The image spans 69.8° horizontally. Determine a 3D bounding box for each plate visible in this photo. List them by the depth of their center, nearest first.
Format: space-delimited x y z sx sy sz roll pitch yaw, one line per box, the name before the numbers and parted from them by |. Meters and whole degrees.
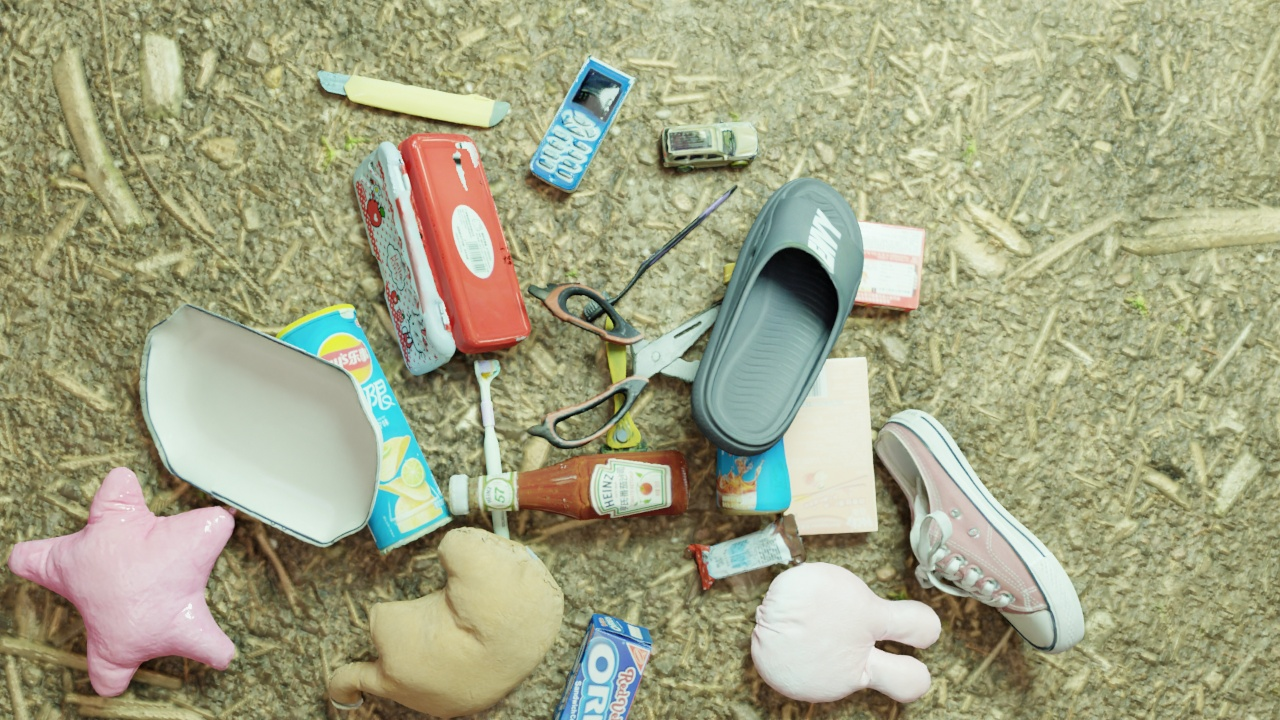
plate | -0.316 0.050 0.772 0.266 0.034 0.162 19 107 20

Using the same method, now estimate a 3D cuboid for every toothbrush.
toothbrush | -0.131 0.093 0.825 0.020 0.029 0.189 -8 87 40
toothbrush | 0.019 -0.101 0.845 0.189 0.014 0.017 -42 76 -4

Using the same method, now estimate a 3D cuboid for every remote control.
remote control | -0.054 -0.217 0.845 0.049 0.024 0.125 28 87 1

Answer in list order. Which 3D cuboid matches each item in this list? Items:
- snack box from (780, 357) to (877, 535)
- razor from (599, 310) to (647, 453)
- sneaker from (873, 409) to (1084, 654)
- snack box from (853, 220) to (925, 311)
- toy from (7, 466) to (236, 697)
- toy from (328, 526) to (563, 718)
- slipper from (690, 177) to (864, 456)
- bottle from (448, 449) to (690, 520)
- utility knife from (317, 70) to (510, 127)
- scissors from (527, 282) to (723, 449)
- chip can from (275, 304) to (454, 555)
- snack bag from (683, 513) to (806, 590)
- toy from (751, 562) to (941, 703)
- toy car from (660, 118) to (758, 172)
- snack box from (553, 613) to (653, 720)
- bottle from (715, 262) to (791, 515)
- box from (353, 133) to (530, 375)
snack box | 0.166 0.077 0.829 0.084 0.026 0.157 -2 86 -1
razor | -0.020 0.018 0.831 0.043 0.028 0.132 -4 84 2
sneaker | 0.274 0.158 0.788 0.087 0.118 0.241 -32 81 -21
snack box | 0.180 -0.091 0.842 0.153 0.025 0.075 7 86 -1
toy | -0.417 0.189 0.785 0.178 0.074 0.194 -36 91 -6
toy | -0.167 0.247 0.786 0.226 0.082 0.143 -44 95 5
slipper | 0.129 -0.046 0.751 0.110 0.083 0.267 30 65 -10
bottle | -0.061 0.111 0.799 0.206 0.060 0.059 -3 86 -5
utility knife | -0.211 -0.242 0.846 0.178 0.019 0.031 11 82 -7
scissors | -0.007 0.002 0.812 0.225 0.015 0.188 23 76 -13
chip can | -0.238 0.059 0.798 0.071 0.071 0.210 -27 87 -3
snack bag | 0.092 0.170 0.811 0.105 0.026 0.045 -19 83 13
toy | 0.178 0.244 0.803 0.159 0.054 0.121 13 87 3
toy car | 0.065 -0.199 0.842 0.090 0.035 0.042 -4 87 -4
snack box | -0.051 0.327 0.792 0.057 0.058 0.207 21 86 -3
bottle | 0.094 0.024 0.803 0.065 0.065 0.218 -2 85 -2
box | -0.181 -0.095 0.827 0.094 0.100 0.201 -12 84 -43
